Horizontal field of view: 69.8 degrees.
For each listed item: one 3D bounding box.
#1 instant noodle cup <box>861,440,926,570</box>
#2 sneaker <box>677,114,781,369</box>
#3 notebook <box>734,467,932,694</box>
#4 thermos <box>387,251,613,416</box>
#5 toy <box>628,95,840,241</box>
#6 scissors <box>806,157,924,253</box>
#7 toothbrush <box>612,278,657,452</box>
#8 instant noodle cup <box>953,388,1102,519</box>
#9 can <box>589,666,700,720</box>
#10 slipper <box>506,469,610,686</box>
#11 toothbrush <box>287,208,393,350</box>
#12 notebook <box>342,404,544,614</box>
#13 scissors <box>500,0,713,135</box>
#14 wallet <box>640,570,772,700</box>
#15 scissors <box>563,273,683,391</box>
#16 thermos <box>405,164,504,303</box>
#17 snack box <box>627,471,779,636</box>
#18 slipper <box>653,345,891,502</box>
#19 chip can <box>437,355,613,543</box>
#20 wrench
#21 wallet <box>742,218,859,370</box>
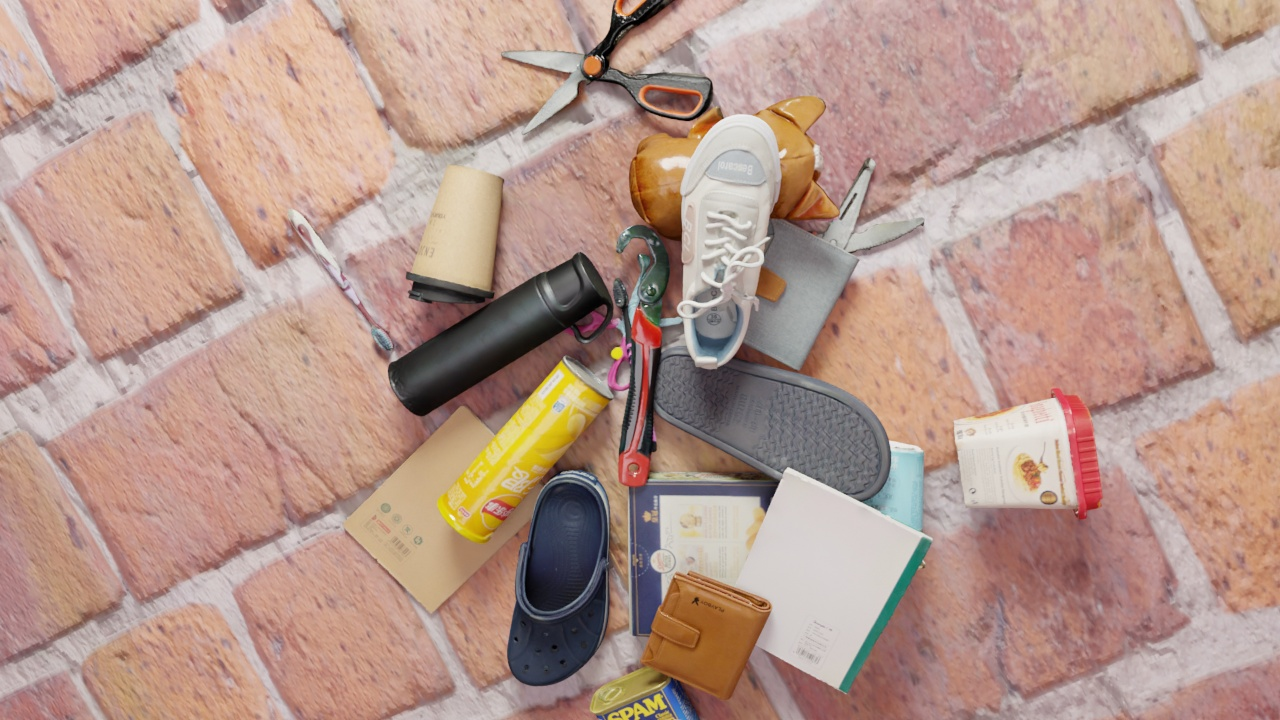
[{"bbox_3d":[0.245,0.143,0.944,0.111,0.111,0.120,8,92,5],"label":"instant noodle cup"},{"bbox_3d":[0.073,-0.099,0.839,0.089,0.090,0.243,9,125,7],"label":"sneaker"},{"bbox_3d":[0.177,0.223,0.913,0.150,0.012,0.209,26,118,14],"label":"notebook"},{"bbox_3d":[-0.143,-0.018,0.968,0.243,0.068,0.090,-29,106,12],"label":"thermos"},{"bbox_3d":[0.092,-0.181,0.900,0.200,0.130,0.140,-10,100,29],"label":"toy"},{"bbox_3d":[0.184,-0.105,0.950,0.223,0.015,0.189,-8,98,8],"label":"scissors"},{"bbox_3d":[-0.006,0.006,0.970,0.014,0.017,0.189,-11,93,15],"label":"toothbrush"},{"bbox_3d":[0.383,0.096,0.919,0.124,0.116,0.116,-9,98,20],"label":"instant noodle cup"},{"bbox_3d":[0.008,0.398,1.028,0.102,0.057,0.083,-27,97,10],"label":"can"},{"bbox_3d":[-0.085,0.246,0.994,0.105,0.095,0.253,12,101,7],"label":"slipper"},{"bbox_3d":[-0.330,-0.087,1.006,0.016,0.017,0.187,-34,95,9],"label":"toothbrush"},{"bbox_3d":[-0.219,0.171,1.040,0.208,0.008,0.148,-44,92,10],"label":"notebook"},{"bbox_3d":[-0.027,-0.309,0.940,0.221,0.021,0.232,29,100,6],"label":"scissors"},{"bbox_3d":[0.066,0.286,0.959,0.108,0.031,0.132,21,116,5],"label":"wallet"},{"bbox_3d":[-0.023,-0.036,0.984,0.135,0.017,0.133,18,96,5],"label":"scissors"},{"bbox_3d":[-0.187,-0.126,0.953,0.093,0.093,0.143,13,93,4],"label":"thermos"},{"bbox_3d":[0.079,0.211,0.996,0.182,0.045,0.178,0,100,6],"label":"snack box"},{"bbox_3d":[0.136,0.053,0.946,0.268,0.083,0.111,22,105,25],"label":"slipper"},{"bbox_3d":[-0.124,0.095,0.979,0.072,0.072,0.213,41,96,-1],"label":"chip can"},{"bbox_3d":[0.000,-0.003,0.955,0.056,0.016,0.273,1,93,-6],"label":"wrench"},{"bbox_3d":[0.146,-0.069,0.933,0.106,0.037,0.130,27,100,0],"label":"wallet"}]
